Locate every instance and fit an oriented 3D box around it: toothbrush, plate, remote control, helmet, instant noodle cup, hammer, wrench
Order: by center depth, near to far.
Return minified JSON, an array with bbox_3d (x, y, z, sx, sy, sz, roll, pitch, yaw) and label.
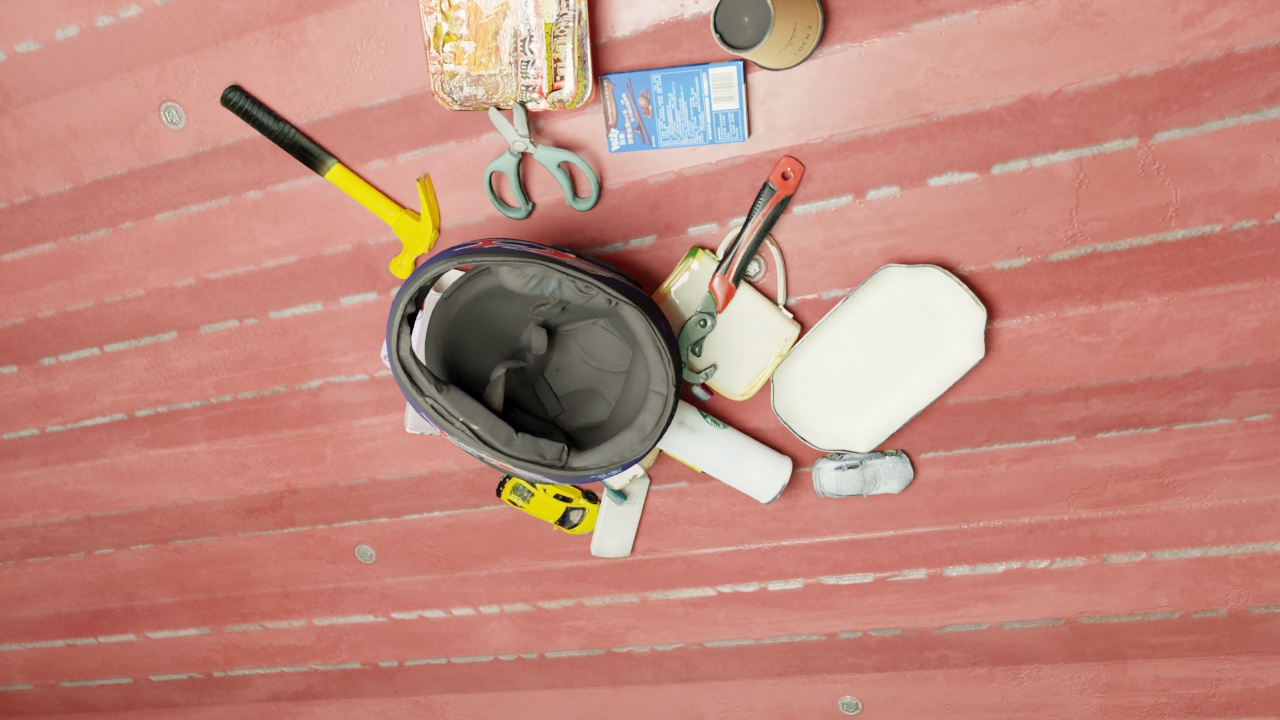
[{"bbox_3d":[-0.114,-0.003,0.971,0.315,0.240,0.247,24,89,-18],"label":"helmet"},{"bbox_3d":[-0.138,-0.351,0.975,0.189,0.079,0.165,2,115,11],"label":"instant noodle cup"},{"bbox_3d":[0.107,-0.100,1.026,0.056,0.016,0.273,25,100,-3],"label":"wrench"},{"bbox_3d":[0.271,-0.002,1.063,0.162,0.034,0.266,40,117,-6],"label":"plate"},{"bbox_3d":[0.024,-0.011,1.105,0.017,0.016,0.187,-43,115,8],"label":"toothbrush"},{"bbox_3d":[-0.374,-0.232,1.114,0.300,0.032,0.129,36,117,-5],"label":"hammer"},{"bbox_3d":[-0.095,0.128,1.199,0.191,0.016,0.018,36,123,13],"label":"toothbrush"},{"bbox_3d":[-0.029,0.208,1.232,0.056,0.019,0.135,4,119,-18],"label":"remote control"}]

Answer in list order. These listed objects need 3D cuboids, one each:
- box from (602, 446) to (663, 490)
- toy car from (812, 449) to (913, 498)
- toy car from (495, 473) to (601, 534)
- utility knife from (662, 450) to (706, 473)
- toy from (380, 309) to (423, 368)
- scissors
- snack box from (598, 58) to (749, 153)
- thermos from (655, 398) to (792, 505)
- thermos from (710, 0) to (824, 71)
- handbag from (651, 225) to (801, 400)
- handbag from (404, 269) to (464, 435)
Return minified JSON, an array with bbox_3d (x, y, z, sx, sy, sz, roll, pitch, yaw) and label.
[{"bbox_3d":[-0.053,0.086,1.154,0.184,0.062,0.090,42,139,-9],"label":"box"},{"bbox_3d":[0.273,0.142,1.130,0.121,0.036,0.054,-8,112,13],"label":"toy car"},{"bbox_3d":[-0.118,0.189,1.236,0.156,0.041,0.071,30,120,-13],"label":"toy car"},{"bbox_3d":[0.024,0.096,1.180,0.173,0.015,0.033,30,112,0],"label":"utility knife"},{"bbox_3d":[-0.292,-0.025,1.188,0.084,0.038,0.108,25,118,-24],"label":"toy"},{"bbox_3d":[-0.136,-0.216,1.036,0.170,0.019,0.177,-18,138,31],"label":"scissors"},{"bbox_3d":[0.037,-0.275,0.997,0.157,0.026,0.085,-1,114,14],"label":"snack box"},{"bbox_3d":[0.075,0.095,1.119,0.224,0.073,0.073,29,118,-11],"label":"thermos"},{"bbox_3d":[0.122,-0.329,0.894,0.093,0.143,0.093,8,110,23],"label":"thermos"},{"bbox_3d":[0.108,-0.065,1.068,0.163,0.063,0.179,37,102,-5],"label":"handbag"},{"bbox_3d":[-0.207,-0.005,1.142,0.145,0.098,0.197,12,117,-10],"label":"handbag"}]
